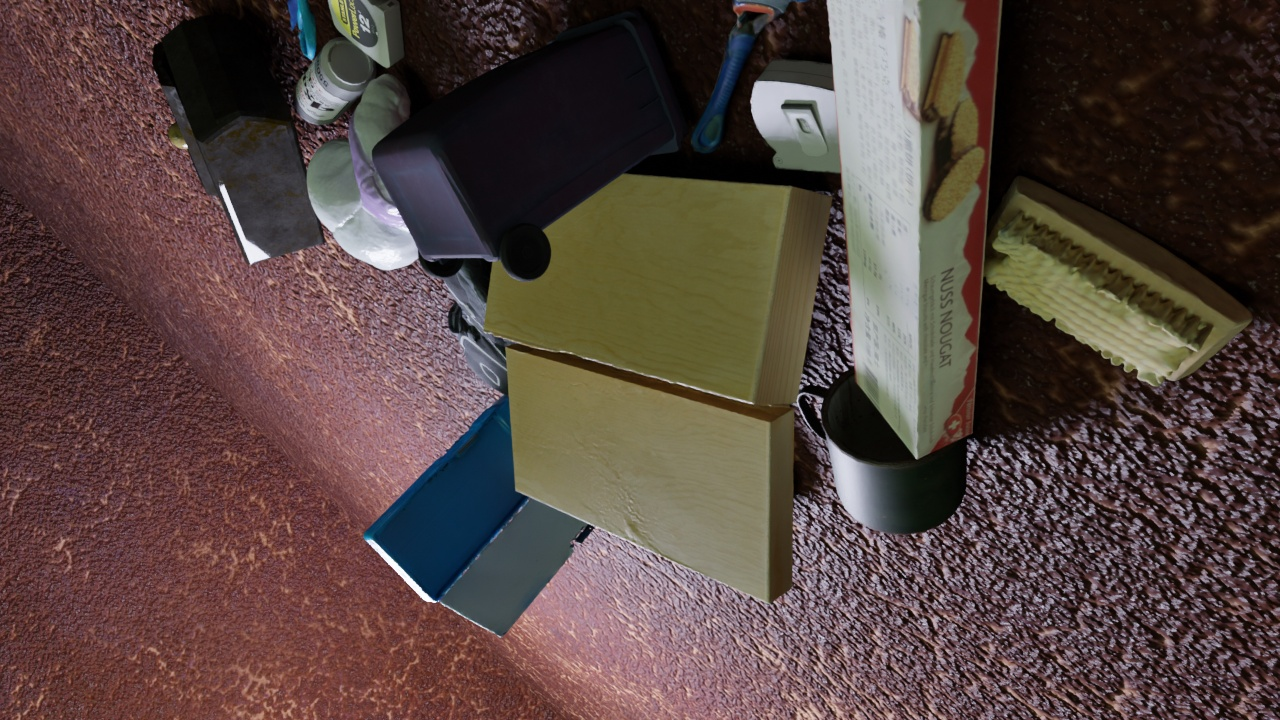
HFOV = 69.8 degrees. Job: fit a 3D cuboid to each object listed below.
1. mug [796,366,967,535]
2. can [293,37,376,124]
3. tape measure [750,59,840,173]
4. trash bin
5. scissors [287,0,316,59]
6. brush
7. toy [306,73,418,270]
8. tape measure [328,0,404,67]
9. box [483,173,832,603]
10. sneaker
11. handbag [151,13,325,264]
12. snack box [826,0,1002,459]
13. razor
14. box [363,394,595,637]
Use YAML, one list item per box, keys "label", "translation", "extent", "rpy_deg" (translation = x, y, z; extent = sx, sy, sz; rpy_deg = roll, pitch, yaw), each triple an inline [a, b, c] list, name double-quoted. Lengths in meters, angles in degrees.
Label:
- label: "mug"
  translation: [0.149, 0.051, 0.579]
  extent: [0.111, 0.084, 0.081]
  rpy_deg: [22, 148, 35]
- label: "can"
  translation: [-0.254, -0.228, 0.757]
  extent: [0.044, 0.043, 0.107]
  rpy_deg: [53, 151, -18]
- label: "tape measure"
  translation: [0.088, -0.123, 0.471]
  extent: [0.060, 0.020, 0.062]
  rpy_deg: [16, 152, 42]
- label: "trash bin"
  translation: [-0.056, -0.121, 0.518]
  extent: [0.094, 0.160, 0.092]
  rpy_deg: [7, 130, 49]
- label: "scissors"
  translation: [-0.259, -0.296, 0.687]
  extent: [0.073, 0.016, 0.134]
  rpy_deg: [61, 153, 29]
- label: "brush"
  translation: [0.211, -0.034, 0.425]
  extent: [0.117, 0.039, 0.049]
  rpy_deg: [36, 151, 16]
- label: "toy"
  translation: [-0.218, -0.143, 0.783]
  extent: [0.137, 0.085, 0.210]
  rpy_deg: [50, 153, -13]
- label: "tape measure"
  translation: [-0.203, -0.257, 0.678]
  extent: [0.065, 0.016, 0.064]
  rpy_deg: [37, 152, 11]
- label: "box"
  translation: [-0.002, 0.003, 0.609]
  extent: [0.247, 0.076, 0.257]
  rpy_deg: [15, 113, 43]
- label: "sneaker"
  translation: [-0.122, -0.046, 0.779]
  extent: [0.151, 0.097, 0.253]
  rpy_deg: [15, 148, 35]
- label: "handbag"
  translation: [-0.389, -0.226, 0.859]
  extent: [0.199, 0.102, 0.198]
  rpy_deg: [62, 160, 23]
- label: "snack box"
  translation: [0.131, -0.068, 0.443]
  extent: [0.076, 0.044, 0.273]
  rpy_deg: [-119, 9, -46]
- label: "razor"
  translation: [0.049, -0.157, 0.485]
  extent: [0.044, 0.018, 0.141]
  rpy_deg: [7, 155, -9]
- label: "box"
  translation: [-0.116, 0.129, 0.869]
  extent: [0.167, 0.242, 0.075]
  rpy_deg: [35, 149, 12]
